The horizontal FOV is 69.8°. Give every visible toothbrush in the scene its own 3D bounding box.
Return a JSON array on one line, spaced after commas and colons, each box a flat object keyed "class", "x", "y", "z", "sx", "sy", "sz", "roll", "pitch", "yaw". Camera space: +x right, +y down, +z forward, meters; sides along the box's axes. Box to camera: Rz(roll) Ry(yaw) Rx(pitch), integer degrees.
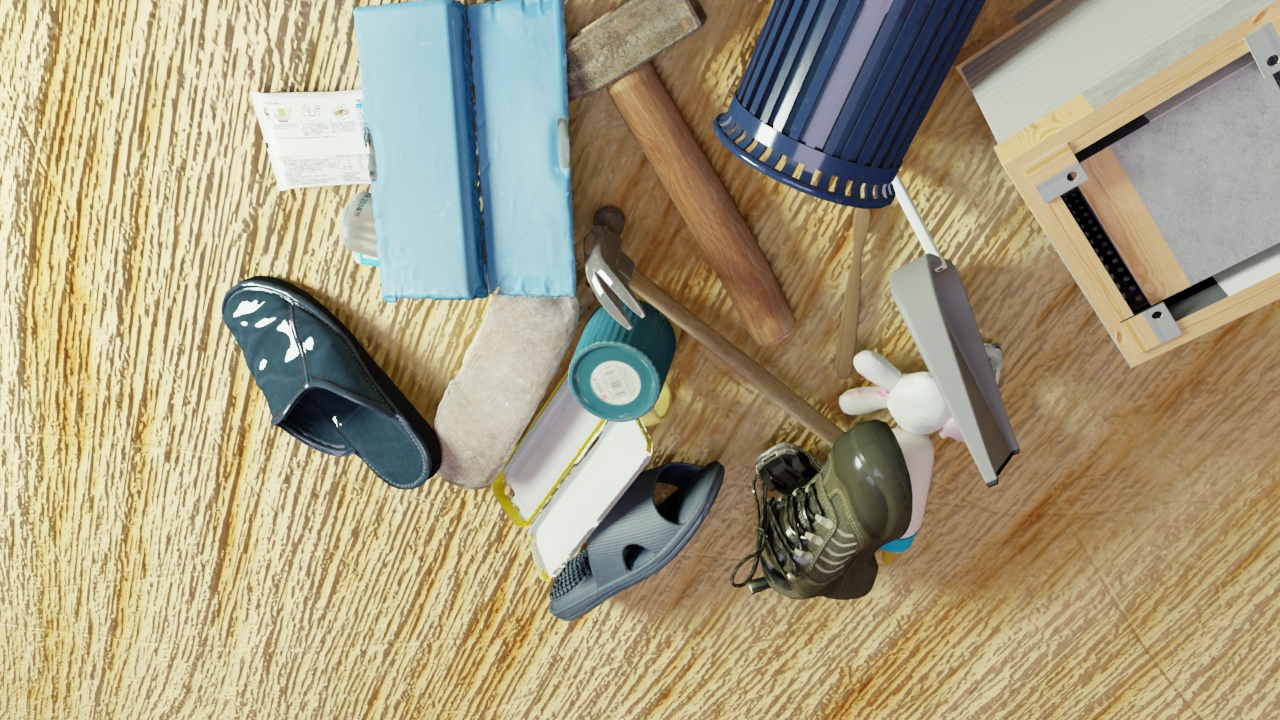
[{"class": "toothbrush", "x": 0.178, "y": -0.056, "z": 0.771, "sx": 0.016, "sy": 0.016, "sz": 0.167, "roll": 4, "pitch": 123, "yaw": 9}]

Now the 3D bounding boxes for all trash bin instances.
[{"class": "trash bin", "x": 0.157, "y": -0.242, "z": 0.594, "sx": 0.139, "sy": 0.139, "sz": 0.250, "roll": 22, "pitch": 121, "yaw": -1}, {"class": "trash bin", "x": 0.303, "y": -0.141, "z": 0.555, "sx": 0.143, "sy": 0.246, "sz": 0.142, "roll": -32, "pitch": 109, "yaw": 26}]

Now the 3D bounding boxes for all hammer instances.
[{"class": "hammer", "x": 0.038, "y": -0.134, "z": 0.741, "sx": 0.158, "sy": 0.037, "sz": 0.301, "roll": -24, "pitch": 112, "yaw": 24}, {"class": "hammer", "x": 0.080, "y": 0.000, "z": 0.788, "sx": 0.331, "sy": 0.119, "sz": 0.031, "roll": 39, "pitch": 120, "yaw": -21}]

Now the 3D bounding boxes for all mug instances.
[{"class": "mug", "x": -0.005, "y": 0.005, "z": 0.793, "sx": 0.083, "sy": 0.107, "sz": 0.113, "roll": -19, "pitch": 115, "yaw": 20}]

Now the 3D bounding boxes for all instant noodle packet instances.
[{"class": "instant noodle packet", "x": -0.260, "y": -0.188, "z": 0.781, "sx": 0.134, "sy": 0.026, "sz": 0.087, "roll": 1, "pitch": 120, "yaw": 12}]

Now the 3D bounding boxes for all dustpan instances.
[{"class": "dustpan", "x": 0.227, "y": -0.041, "z": 0.692, "sx": 0.033, "sy": 0.163, "sz": 0.257, "roll": -29, "pitch": 79, "yaw": 25}]

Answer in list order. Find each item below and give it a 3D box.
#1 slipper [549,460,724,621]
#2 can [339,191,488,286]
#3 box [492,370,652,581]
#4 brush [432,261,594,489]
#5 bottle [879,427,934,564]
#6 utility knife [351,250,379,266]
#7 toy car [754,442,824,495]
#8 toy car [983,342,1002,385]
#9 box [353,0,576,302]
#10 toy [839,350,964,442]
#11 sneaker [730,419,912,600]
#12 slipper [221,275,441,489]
[{"class": "slipper", "x": -0.027, "y": 0.170, "z": 0.901, "sx": 0.082, "sy": 0.101, "sz": 0.264, "roll": 39, "pitch": 124, "yaw": -13}, {"class": "can", "x": -0.188, "y": -0.105, "z": 0.798, "sx": 0.135, "sy": 0.054, "sz": 0.054, "roll": 15, "pitch": 122, "yaw": 3}, {"class": "box", "x": -0.069, "y": 0.105, "z": 0.874, "sx": 0.210, "sy": 0.034, "sz": 0.129, "roll": -53, "pitch": 55, "yaw": 31}, {"class": "brush", "x": -0.128, "y": 0.016, "z": 0.855, "sx": 0.083, "sy": 0.056, "sz": 0.272, "roll": 28, "pitch": 123, "yaw": -5}, {"class": "bottle", "x": 0.237, "y": 0.132, "z": 0.847, "sx": 0.051, "sy": 0.051, "sz": 0.146, "roll": 5, "pitch": 121, "yaw": 9}, {"class": "utility knife", "x": -0.205, "y": -0.091, "z": 0.834, "sx": 0.116, "sy": 0.015, "sz": 0.022, "roll": 9, "pitch": 121, "yaw": 4}, {"class": "toy car", "x": 0.154, "y": 0.111, "z": 0.864, "sx": 0.049, "sy": 0.040, "sz": 0.112, "roll": -35, "pitch": 125, "yaw": 27}, {"class": "toy car", "x": 0.287, "y": 0.026, "z": 0.788, "sx": 0.039, "sy": 0.027, "sz": 0.090, "roll": -1, "pitch": 120, "yaw": 11}, {"class": "box", "x": -0.134, "y": -0.162, "z": 0.718, "sx": 0.175, "sy": 0.033, "sz": 0.231, "roll": 1, "pitch": 102, "yaw": 17}, {"class": "toy", "x": 0.238, "y": 0.036, "z": 0.790, "sx": 0.125, "sy": 0.037, "sz": 0.076, "roll": 21, "pitch": 139, "yaw": 14}, {"class": "sneaker", "x": 0.138, "y": 0.135, "z": 0.790, "sx": 0.143, "sy": 0.101, "sz": 0.238, "roll": -7, "pitch": 140, "yaw": -8}, {"class": "slipper", "x": -0.308, "y": 0.031, "z": 0.865, "sx": 0.265, "sy": 0.083, "sz": 0.109, "roll": 45, "pitch": 124, "yaw": 1}]
